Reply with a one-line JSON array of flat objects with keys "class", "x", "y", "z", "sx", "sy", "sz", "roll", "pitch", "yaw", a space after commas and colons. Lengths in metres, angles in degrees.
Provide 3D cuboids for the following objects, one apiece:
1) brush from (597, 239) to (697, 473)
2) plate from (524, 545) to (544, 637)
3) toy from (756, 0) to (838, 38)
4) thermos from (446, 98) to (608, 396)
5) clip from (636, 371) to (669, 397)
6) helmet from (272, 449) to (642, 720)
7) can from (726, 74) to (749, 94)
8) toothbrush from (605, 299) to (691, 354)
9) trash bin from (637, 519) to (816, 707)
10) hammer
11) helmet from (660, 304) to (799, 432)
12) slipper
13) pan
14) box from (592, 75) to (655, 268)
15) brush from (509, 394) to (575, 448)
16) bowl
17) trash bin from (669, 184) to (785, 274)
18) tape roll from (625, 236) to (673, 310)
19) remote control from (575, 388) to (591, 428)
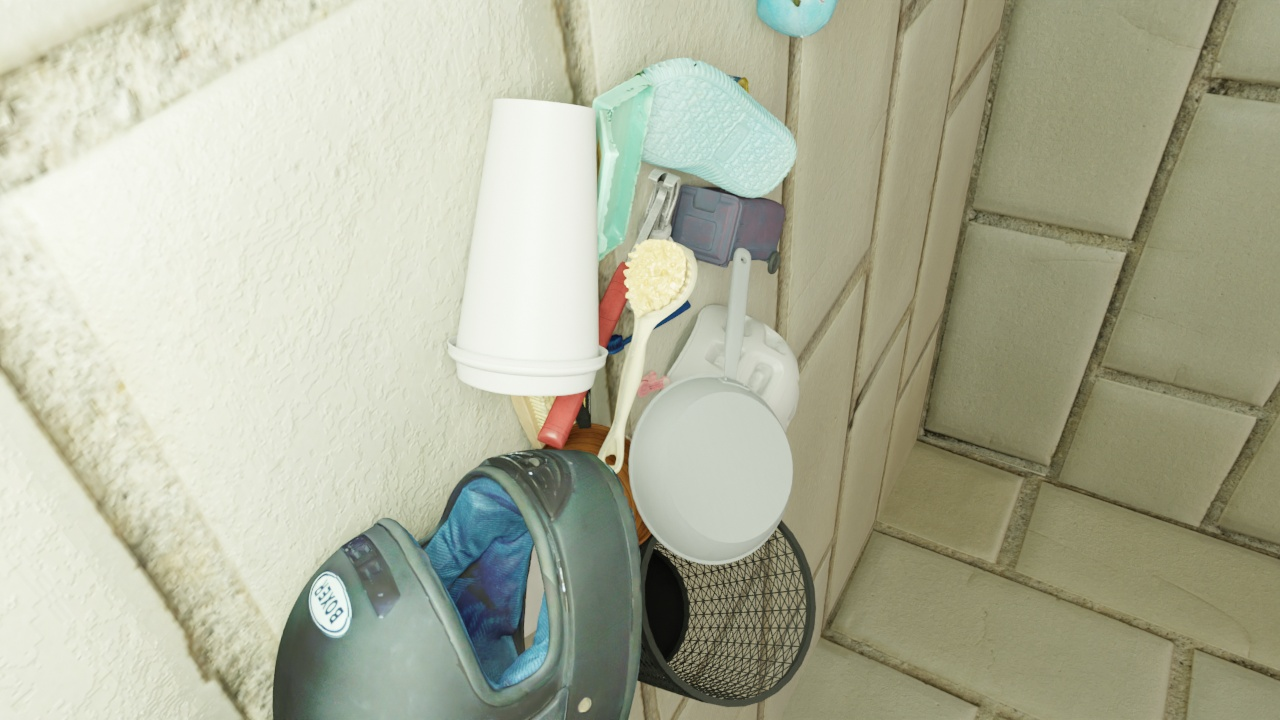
[{"class": "brush", "x": -0.005, "y": 0.005, "z": 0.869, "sx": 0.077, "sy": 0.062, "sz": 0.273, "roll": -29, "pitch": 143, "yaw": -48}, {"class": "plate", "x": -0.095, "y": 0.216, "z": 1.038, "sx": 0.228, "sy": 0.030, "sz": 0.230, "roll": -44, "pitch": 144, "yaw": -45}, {"class": "toy", "x": 0.198, "y": -0.471, "z": 1.076, "sx": 0.183, "sy": 0.115, "sz": 0.180, "roll": -14, "pitch": 109, "yaw": -73}, {"class": "thermos", "x": -0.085, "y": -0.091, "z": 0.741, "sx": 0.131, "sy": 0.132, "sz": 0.222, "roll": -15, "pitch": 113, "yaw": -61}, {"class": "clip", "x": 0.015, "y": 0.031, "z": 1.129, "sx": 0.060, "sy": 0.044, "sz": 0.023, "roll": -48, "pitch": 146, "yaw": -66}, {"class": "helmet", "x": -0.146, "y": 0.224, "z": 0.687, "sx": 0.235, "sy": 0.249, "sz": 0.317, "roll": 1, "pitch": 110, "yaw": -34}, {"class": "can", "x": 0.086, "y": -0.273, "z": 1.028, "sx": 0.053, "sy": 0.059, "sz": 0.100, "roll": -54, "pitch": 150, "yaw": -33}, {"class": "toothbrush", "x": 0.012, "y": -0.044, "z": 1.091, "sx": 0.189, "sy": 0.016, "sz": 0.017, "roll": -32, "pitch": 129, "yaw": -54}, {"class": "trash bin", "x": 0.040, "y": 0.281, "z": 1.062, "sx": 0.216, "sy": 0.217, "sz": 0.244, "roll": -56, "pitch": -168, "yaw": -30}, {"class": "hammer", "x": -0.027, "y": -0.054, "z": 0.886, "sx": 0.126, "sy": 0.036, "sz": 0.314, "roll": 105, "pitch": 7, "yaw": -62}, {"class": "helmet", "x": 0.125, "y": 0.059, "z": 1.306, "sx": 0.223, "sy": 0.184, "sz": 0.283, "roll": -54, "pitch": 171, "yaw": -24}, {"class": "slipper", "x": 0.066, "y": -0.242, "z": 0.950, "sx": 0.275, "sy": 0.069, "sz": 0.116, "roll": 13, "pitch": 125, "yaw": -49}, {"class": "pan", "x": 0.096, "y": 0.038, "z": 0.985, "sx": 0.200, "sy": 0.051, "sz": 0.356, "roll": 17, "pitch": 75, "yaw": -24}, {"class": "box", "x": -0.033, "y": -0.148, "z": 0.833, "sx": 0.187, "sy": 0.057, "sz": 0.137, "roll": 103, "pitch": 11, "yaw": -45}, {"class": "brush", "x": -0.095, "y": 0.037, "z": 0.899, "sx": 0.049, "sy": 0.039, "sz": 0.117, "roll": -53, "pitch": 148, "yaw": -32}, {"class": "bowl", "x": -0.057, "y": 0.146, "z": 0.965, "sx": 0.146, "sy": 0.147, "sz": 0.069, "roll": -49, "pitch": 176, "yaw": -40}, {"class": "trash bin", "x": 0.106, "y": -0.159, "z": 1.114, "sx": 0.160, "sy": 0.094, "sz": 0.092, "roll": -12, "pitch": 118, "yaw": -59}, {"class": "tape roll", "x": 0.011, "y": -0.099, "z": 1.044, "sx": 0.093, "sy": 0.019, "sz": 0.094, "roll": -45, "pitch": 145, "yaw": -44}, {"class": "remote control", "x": -0.068, "y": 0.008, "z": 0.930, "sx": 0.134, "sy": 0.013, "sz": 0.058, "roll": 78, "pitch": 6, "yaw": -49}]
